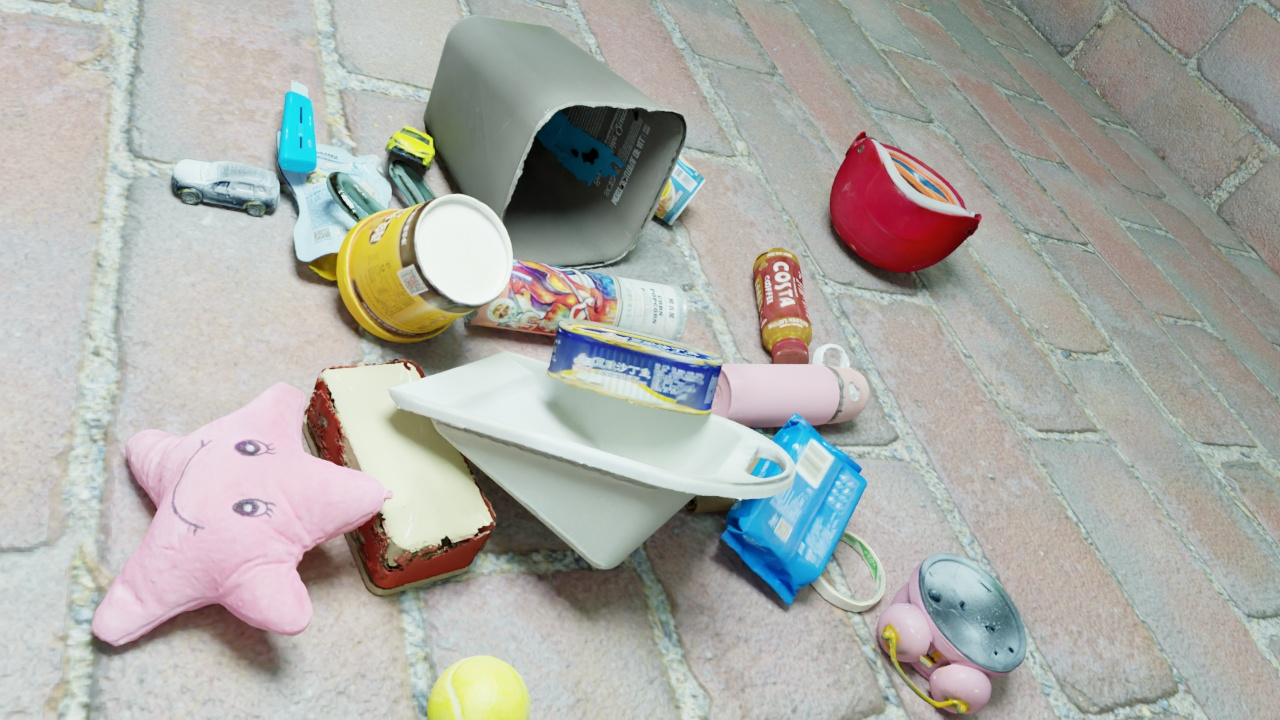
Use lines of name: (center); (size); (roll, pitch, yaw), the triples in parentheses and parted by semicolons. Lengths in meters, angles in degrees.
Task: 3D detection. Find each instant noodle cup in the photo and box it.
instant noodle cup: (0.018, -0.227, 1.118); (0.110, 0.099, 0.099); (39, 39, -4)
instant noodle cup: (-0.178, -0.081, 0.776); (0.118, 0.115, 0.118); (9, 77, -41)

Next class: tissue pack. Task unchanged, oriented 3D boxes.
tissue pack: (0.137, 0.131, 0.825); (0.095, 0.052, 0.156); (42, 60, -10)

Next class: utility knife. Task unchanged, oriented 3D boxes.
utility knife: (-0.335, -0.234, 0.897); (0.034, 0.018, 0.178); (10, 36, -28)

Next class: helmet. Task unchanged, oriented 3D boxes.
helmet: (0.356, -0.211, 1.291); (0.207, 0.144, 0.239); (37, 25, 4)

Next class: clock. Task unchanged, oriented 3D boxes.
clock: (0.274, 0.247, 0.823); (0.117, 0.060, 0.158); (45, 39, 12)

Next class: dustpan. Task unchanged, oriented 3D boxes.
dustpan: (-0.017, 0.047, 0.724); (0.258, 0.143, 0.222); (45, 16, 5)

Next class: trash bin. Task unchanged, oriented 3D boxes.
trash bin: (-0.104, -0.237, 0.975); (0.198, 0.199, 0.219); (-8, 48, -41)

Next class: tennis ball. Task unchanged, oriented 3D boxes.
tennis ball: (-0.103, 0.222, 0.586); (0.065, 0.066, 0.065); (19, 41, -17)

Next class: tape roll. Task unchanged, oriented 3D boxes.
tape roll: (0.190, 0.193, 0.856); (0.085, 0.014, 0.085); (19, 41, -17)

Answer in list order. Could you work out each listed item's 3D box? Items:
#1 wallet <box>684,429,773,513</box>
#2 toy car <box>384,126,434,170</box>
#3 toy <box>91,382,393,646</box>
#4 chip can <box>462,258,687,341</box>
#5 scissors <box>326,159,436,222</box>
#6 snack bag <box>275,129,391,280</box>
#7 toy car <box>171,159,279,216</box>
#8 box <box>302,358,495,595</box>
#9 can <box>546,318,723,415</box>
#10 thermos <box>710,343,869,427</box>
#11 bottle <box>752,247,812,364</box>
wallet: (0.083, 0.102, 0.866); (0.115, 0.033, 0.090); (1, 50, -29)
toy car: (-0.236, -0.223, 0.955); (0.048, 0.032, 0.105); (23, 11, -18)
toy: (-0.253, 0.090, 0.604); (0.178, 0.075, 0.194); (-5, 50, -8)
chip can: (-0.064, -0.055, 0.896); (0.214, 0.071, 0.071); (7, 46, -27)
scissors: (-0.229, -0.148, 0.888); (0.170, 0.019, 0.179); (34, 24, -37)
snack bag: (-0.282, -0.148, 0.872); (0.110, 0.039, 0.191); (0, 46, -31)
toy car: (-0.372, -0.159, 0.827); (0.090, 0.034, 0.042); (7, 49, -26)
box: (-0.180, 0.076, 0.676); (0.091, 0.077, 0.168); (-8, 54, -40)
can: (-0.005, 0.005, 0.794); (0.148, 0.049, 0.074); (14, 11, 2)
thermos: (0.150, 0.026, 0.952); (0.198, 0.067, 0.087); (-1, 83, -33)
bottle: (0.166, -0.058, 1.065); (0.057, 0.058, 0.174); (19, 41, -17)
